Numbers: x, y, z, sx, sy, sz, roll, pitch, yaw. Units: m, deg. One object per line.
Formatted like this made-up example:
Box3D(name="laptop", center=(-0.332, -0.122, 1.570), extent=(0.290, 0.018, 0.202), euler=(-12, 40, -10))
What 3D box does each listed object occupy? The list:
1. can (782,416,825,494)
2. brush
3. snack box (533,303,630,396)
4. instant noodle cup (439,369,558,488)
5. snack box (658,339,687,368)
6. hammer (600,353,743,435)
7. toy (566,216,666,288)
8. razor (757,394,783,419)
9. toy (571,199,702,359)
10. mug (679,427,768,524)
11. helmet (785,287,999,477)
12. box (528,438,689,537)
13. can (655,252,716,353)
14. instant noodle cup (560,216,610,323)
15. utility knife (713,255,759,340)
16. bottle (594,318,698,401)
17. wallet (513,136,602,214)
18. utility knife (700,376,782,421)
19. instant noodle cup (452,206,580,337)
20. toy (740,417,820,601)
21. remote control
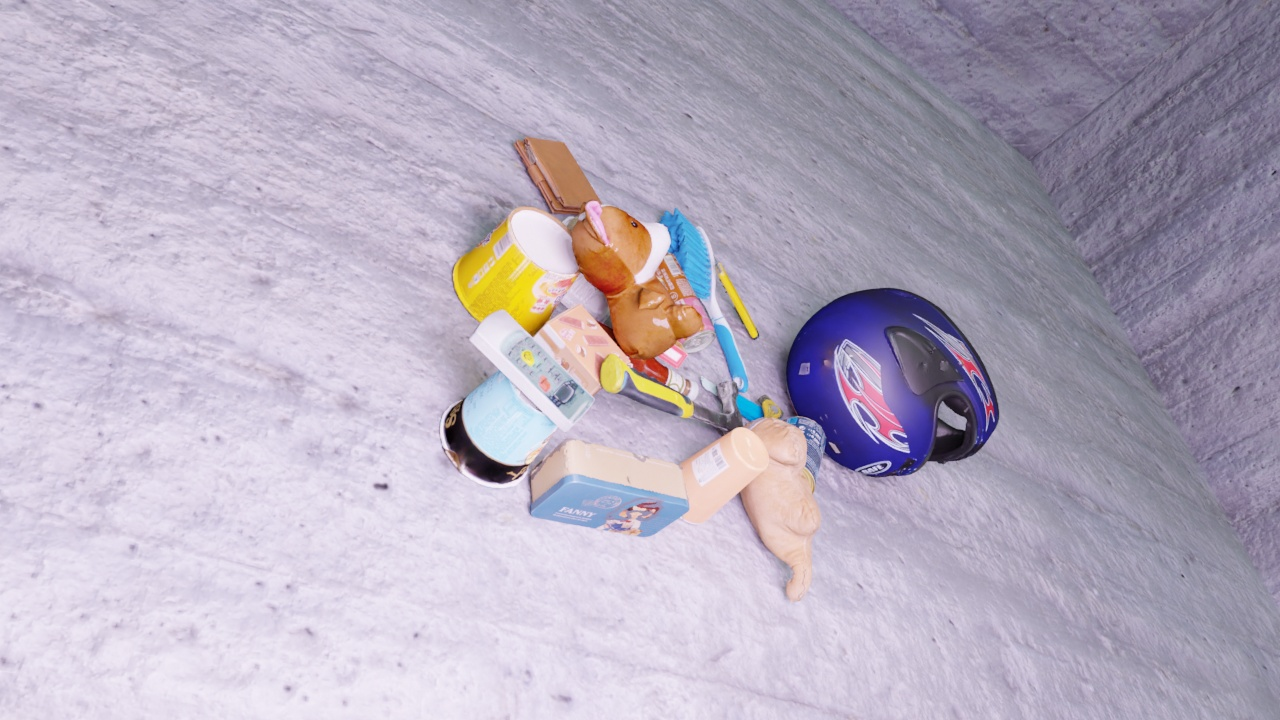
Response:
Box3D(name="can", center=(0.212, 0.136, 1.269), extent=(0.075, 0.075, 0.110), euler=(42, 36, -8))
Box3D(name="brush", center=(0.097, -0.096, 1.396), extent=(0.109, 0.061, 0.313), euler=(22, 45, -36))
Box3D(name="snack box", center=(-0.085, 0.005, 1.073), extent=(0.094, 0.093, 0.076), euler=(49, 36, 2))
Box3D(name="instant noodle cup", center=(-0.132, 0.057, 0.951), extent=(0.111, 0.121, 0.111), euler=(27, 40, -26))
Box3D(name="snack box", center=(0.016, -0.041, 1.225), extent=(0.075, 0.025, 0.152), euler=(34, 11, -16))
Box3D(name="hammer", center=(0.050, 0.057, 1.132), extent=(0.323, 0.032, 0.126), euler=(25, 53, -55))
Box3D(name="toy", center=(-0.033, -0.126, 1.186), extent=(0.157, 0.066, 0.105), euler=(43, -6, 0))
Box3D(name="razor", center=(0.162, 0.100, 1.279), extent=(0.043, 0.028, 0.132), euler=(48, 47, -8))
Box3D(name="toy", center=(-0.008, -0.103, 1.071), extent=(0.199, 0.130, 0.140), euler=(52, -9, -9))
Box3D(name="mug", center=(0.092, 0.135, 1.106), extent=(0.078, 0.123, 0.078), euler=(26, 41, -25))
Box3D(name="helmet", center=(0.357, 0.054, 1.360), extent=(0.239, 0.248, 0.315), euler=(-38, 90, -28))
Box3D(name="box", center=(-0.038, 0.140, 0.998), extent=(0.184, 0.090, 0.060), euler=(14, 48, -34))
Box3D(name="can", center=(0.053, -0.084, 1.331), extent=(0.057, 0.058, 0.147), euler=(-2, 58, -47))
Box3D(name="instant noodle cup", center=(-0.066, -0.139, 1.261), extent=(0.138, 0.060, 0.173), euler=(43, 34, -6))
Box3D(name="utility knife", center=(0.147, -0.094, 1.420), extent=(0.170, 0.015, 0.033), euler=(57, 14, -31))
Box3D(name="bottle", center=(-0.007, 0.007, 1.185), extent=(0.206, 0.060, 0.059), euler=(27, 40, -34))
Box3D(name="wallet", center=(-0.120, -0.271, 1.354), extent=(0.107, 0.031, 0.131), euler=(-9, 62, -52))
Box3D(name="utility knife", center=(0.164, 0.076, 1.325), extent=(0.198, 0.018, 0.034), euler=(32, 48, -19))
Box3D(name="instant noodle cup", center=(-0.141, -0.112, 1.112), extent=(0.138, 0.110, 0.137), euler=(28, 39, -25))
Box3D(name="toy", center=(0.175, 0.181, 1.146), extent=(0.082, 0.143, 0.226), euler=(-12, 92, -14))
Box3D(name="remote control", center=(-0.106, 0.008, 0.901), extent=(0.135, 0.019, 0.056), euler=(45, 34, -2))
